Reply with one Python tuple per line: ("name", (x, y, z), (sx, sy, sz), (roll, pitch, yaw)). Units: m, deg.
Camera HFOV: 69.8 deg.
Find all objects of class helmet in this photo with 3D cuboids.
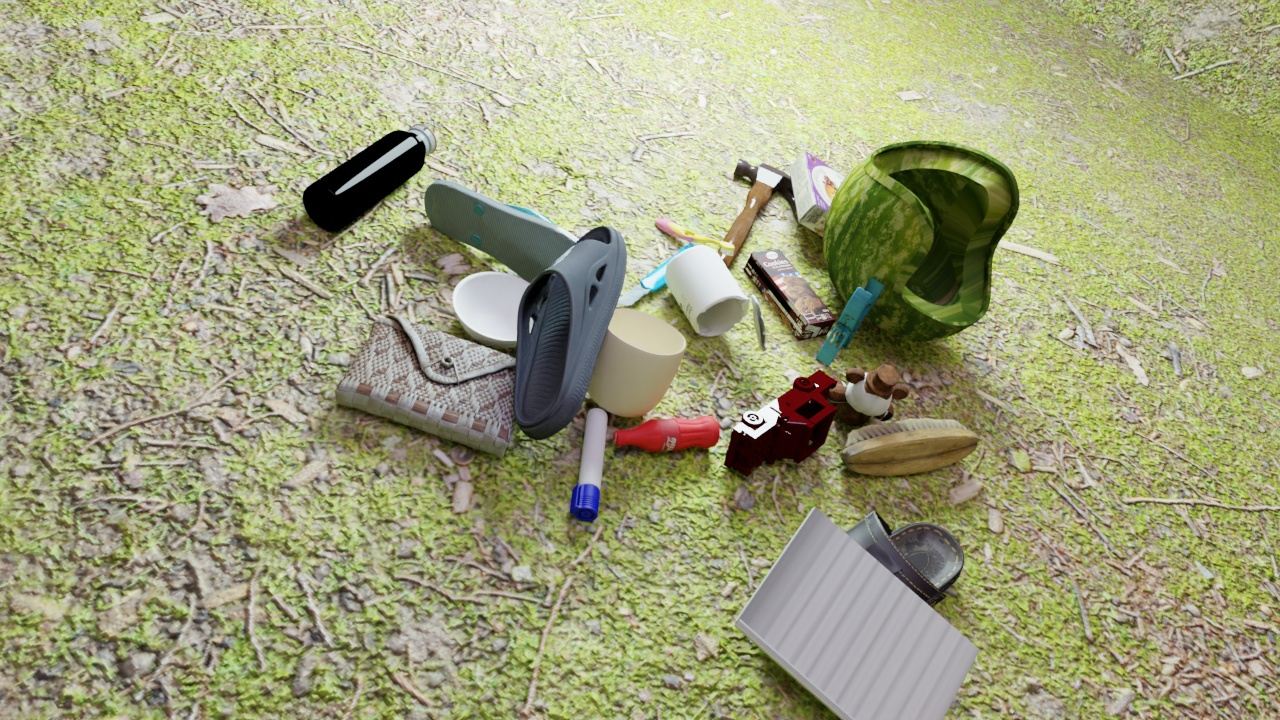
("helmet", (0.358, -0.155, 1.227), (0.212, 0.247, 0.243), (-24, 39, -26))

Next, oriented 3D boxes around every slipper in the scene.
("slipper", (-0.142, -0.152, 1.119), (0.269, 0.098, 0.054), (30, 45, 9))
("slipper", (-0.092, -0.046, 0.965), (0.083, 0.111, 0.267), (38, 49, -33))
("slipper", (0.238, 0.218, 0.928), (0.267, 0.076, 0.113), (-14, 54, -32))

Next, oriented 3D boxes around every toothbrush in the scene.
("toothbrush", (0.074, -0.171, 1.268), (0.135, 0.016, 0.021), (26, 53, 32))

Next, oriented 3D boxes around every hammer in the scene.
("hammer", (0.153, -0.200, 1.339), (0.115, 0.033, 0.321), (26, 44, 5))

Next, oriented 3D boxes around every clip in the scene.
("clip", (0.260, -0.045, 1.164), (0.028, 0.127, 0.113), (36, 35, 14))

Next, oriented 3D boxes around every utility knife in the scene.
("utility knife", (0.029, -0.115, 1.213), (0.031, 0.015, 0.204), (36, 41, 15))

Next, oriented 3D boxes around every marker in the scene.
("marker", (-0.052, 0.106, 0.956), (0.027, 0.023, 0.132), (24, 41, -19))

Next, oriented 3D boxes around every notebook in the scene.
("notebook", (0.205, 0.259, 0.859), (0.210, 0.009, 0.142), (41, 64, 1))

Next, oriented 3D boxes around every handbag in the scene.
("handbag", (-0.209, 0.021, 0.959), (0.186, 0.047, 0.123), (19, 44, -4))

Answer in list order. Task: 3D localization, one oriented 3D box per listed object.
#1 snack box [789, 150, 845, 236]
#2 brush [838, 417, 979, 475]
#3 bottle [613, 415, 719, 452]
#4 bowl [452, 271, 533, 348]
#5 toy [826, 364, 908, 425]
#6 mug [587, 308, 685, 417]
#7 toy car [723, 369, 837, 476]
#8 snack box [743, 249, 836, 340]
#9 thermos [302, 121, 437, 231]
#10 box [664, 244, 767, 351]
("snack box", (0.299, -0.232, 1.393), (0.148, 0.041, 0.143), (25, 40, -23))
("brush", (0.318, 0.101, 1.090), (0.195, 0.059, 0.043), (-4, 38, -23))
("bottle", (0.027, 0.081, 1.004), (0.118, 0.036, 0.036), (-2, 49, -24))
("bowl", (-0.163, -0.049, 1.050), (0.110, 0.041, 0.109), (12, 45, -12))
("toy", (0.270, 0.040, 1.096), (0.087, 0.113, 0.067), (20, 55, -4))
("mug", (-0.006, 0.006, 1.020), (0.096, 0.100, 0.120), (30, 28, 16))
("toy car", (0.170, 0.075, 1.044), (0.062, 0.070, 0.169), (34, 43, 29))
("snack box", (0.202, -0.091, 1.249), (0.050, 0.032, 0.141), (-11, 53, -31))
("thermos", (-0.326, -0.243, 1.158), (0.061, 0.061, 0.230), (29, 43, 6))
("box", (0.100, -0.070, 1.148), (0.092, 0.083, 0.165), (-17, 56, -13))
